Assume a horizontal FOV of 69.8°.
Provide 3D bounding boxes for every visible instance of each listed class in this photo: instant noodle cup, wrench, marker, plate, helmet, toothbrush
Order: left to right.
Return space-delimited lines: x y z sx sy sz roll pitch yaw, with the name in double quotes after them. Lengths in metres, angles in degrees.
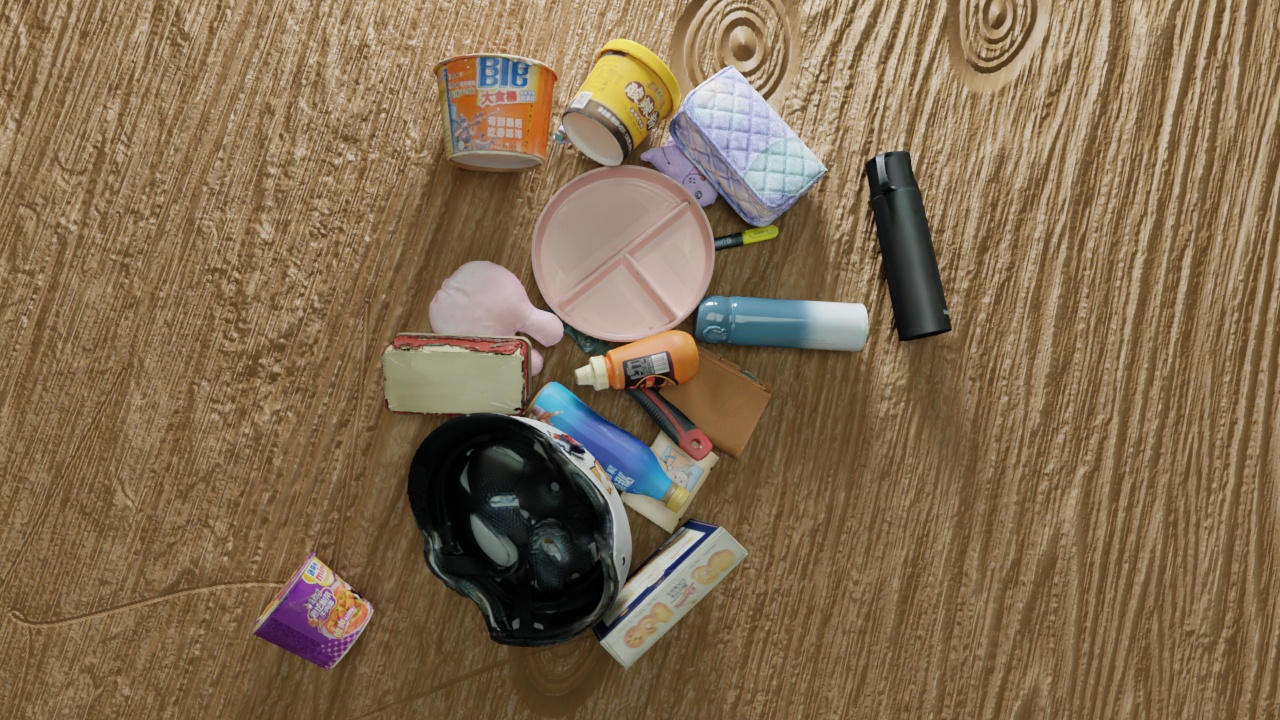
-0.366 0.288 1.040 0.099 0.112 0.111 37 80 -11 "instant noodle cup"
-0.176 -0.296 1.118 0.151 0.151 0.111 0 91 -8 "instant noodle cup"
-0.120 0.176 1.051 0.230 0.156 0.274 -43 82 19 "helmet"
-0.029 -0.315 1.142 0.118 0.119 0.114 36 73 -2 "instant noodle cup"
-0.027 -0.247 1.190 0.189 0.021 0.029 32 104 -5 "toothbrush"
-0.022 -0.134 1.155 0.229 0.028 0.229 0 81 -1 "plate"
-0.018 0.025 1.140 0.273 0.016 0.056 40 76 8 "wrench"
0.121 -0.158 1.201 0.124 0.015 0.018 -13 82 -7 "marker"

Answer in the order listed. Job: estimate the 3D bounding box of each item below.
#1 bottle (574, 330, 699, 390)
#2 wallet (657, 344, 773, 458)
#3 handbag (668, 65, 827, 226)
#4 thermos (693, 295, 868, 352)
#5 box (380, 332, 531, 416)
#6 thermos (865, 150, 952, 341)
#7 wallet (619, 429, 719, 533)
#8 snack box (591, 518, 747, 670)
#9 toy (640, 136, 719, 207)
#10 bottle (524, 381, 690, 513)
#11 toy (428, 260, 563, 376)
-0.007 0.006 1.108 0.149 0.067 0.066 -12 85 -11 "bottle"
0.091 0.047 1.164 0.132 0.031 0.107 28 84 -3 "wallet"
0.136 -0.275 1.183 0.134 0.076 0.194 -41 90 -27 "handbag"
0.176 -0.046 1.170 0.220 0.070 0.070 2 83 -7 "thermos"
-0.216 0.018 1.081 0.168 0.075 0.091 2 109 0 "box"
0.341 -0.149 1.195 0.069 0.089 0.242 -15 83 33 "thermos"
0.033 0.146 1.150 0.087 0.024 0.115 35 81 -7 "wallet"
0.024 0.260 1.051 0.177 0.183 0.046 -42 91 -10 "snack box"
0.061 -0.246 1.193 0.108 0.039 0.083 46 61 1 "toy"
-0.037 0.109 1.105 0.219 0.065 0.065 34 80 8 "bottle"
-0.178 -0.048 1.127 0.159 0.054 0.121 35 92 -3 "toy"
